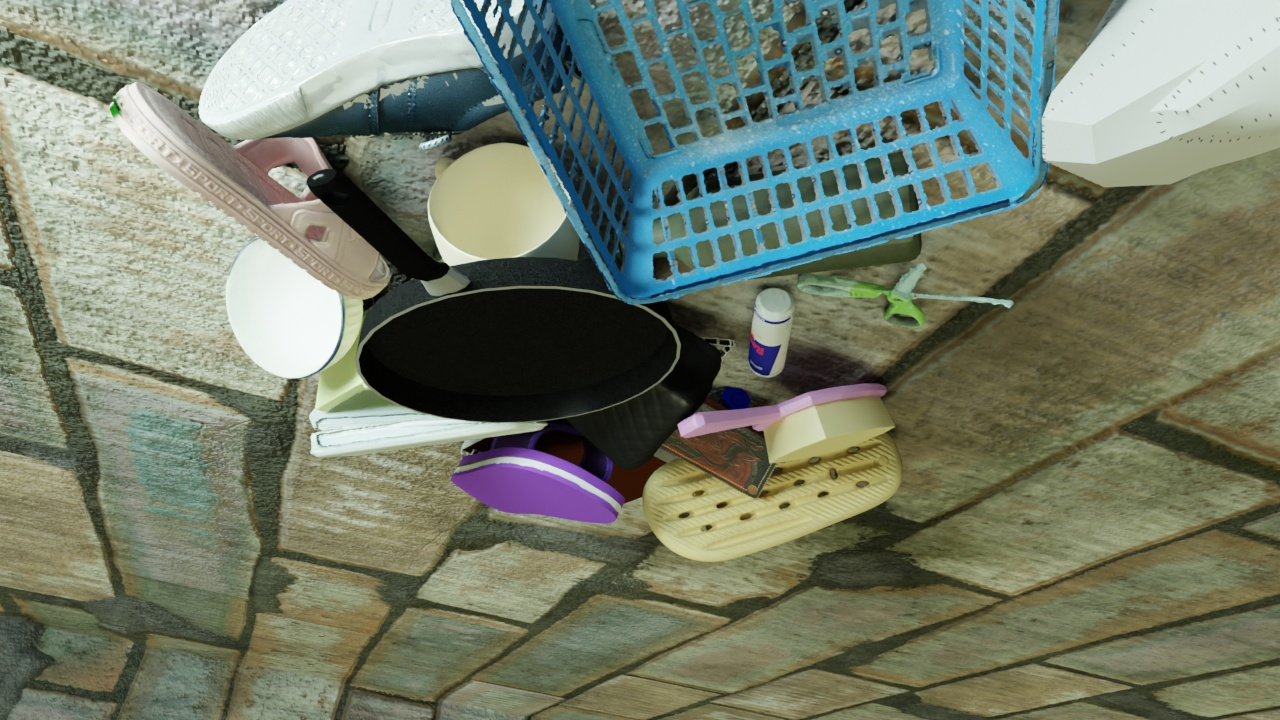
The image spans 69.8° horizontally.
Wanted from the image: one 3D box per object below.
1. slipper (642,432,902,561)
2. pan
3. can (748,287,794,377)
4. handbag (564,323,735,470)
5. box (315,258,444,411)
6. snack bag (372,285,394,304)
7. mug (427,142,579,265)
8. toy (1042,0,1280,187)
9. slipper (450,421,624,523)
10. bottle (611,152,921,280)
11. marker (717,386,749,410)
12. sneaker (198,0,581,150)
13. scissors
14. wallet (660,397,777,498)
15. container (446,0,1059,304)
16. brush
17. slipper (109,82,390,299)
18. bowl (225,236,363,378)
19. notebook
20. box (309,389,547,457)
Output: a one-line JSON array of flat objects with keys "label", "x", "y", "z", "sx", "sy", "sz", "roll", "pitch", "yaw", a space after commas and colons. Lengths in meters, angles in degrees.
[{"label": "slipper", "x": 0.135, "y": 0.134, "z": 0.940, "sx": 0.261, "sy": 0.111, "sz": 0.079, "roll": -15, "pitch": 167, "yaw": 6}, {"label": "pan", "x": -0.103, "y": -0.032, "z": 0.596, "sx": 0.225, "sy": 0.034, "sz": 0.356, "roll": -12, "pitch": 155, "yaw": 13}, {"label": "can", "x": 0.109, "y": -0.023, "z": 0.771, "sx": 0.032, "sy": 0.032, "sz": 0.095, "roll": 4, "pitch": 148, "yaw": 5}, {"label": "handbag", "x": -0.005, "y": 0.005, "z": 0.814, "sx": 0.125, "sy": 0.114, "sz": 0.154, "roll": 35, "pitch": 148, "yaw": -1}, {"label": "box", "x": -0.196, "y": -0.014, "z": 0.783, "sx": 0.083, "sy": 0.091, "sz": 0.188, "roll": 14, "pitch": 155, "yaw": -41}, {"label": "snack bag", "x": -0.163, "y": -0.030, "z": 0.826, "sx": 0.155, "sy": 0.018, "sz": 0.075, "roll": 10, "pitch": 149, "yaw": -6}, {"label": "mug", "x": -0.101, "y": -0.092, "z": 0.653, "sx": 0.120, "sy": 0.096, "sz": 0.100, "roll": 40, "pitch": 162, "yaw": 18}, {"label": "toy", "x": 0.269, "y": -0.179, "z": 0.382, "sx": 0.267, "sy": 0.140, "sz": 0.247, "roll": 24, "pitch": 121, "yaw": -26}, {"label": "slipper", "x": -0.103, "y": 0.103, "z": 0.950, "sx": 0.107, "sy": 0.083, "sz": 0.267, "roll": 38, "pitch": 154, "yaw": -24}, {"label": "bottle", "x": 0.082, "y": -0.092, "z": 0.627, "sx": 0.207, "sy": 0.071, "sz": 0.071, "roll": -5, "pitch": 147, "yaw": 19}, {"label": "marker", "x": 0.080, "y": 0.069, "z": 0.936, "sx": 0.027, "sy": 0.023, "sz": 0.133, "roll": 29, "pitch": 148, "yaw": 5}, {"label": "sneaker", "x": -0.143, "y": -0.167, "z": 0.542, "sx": 0.236, "sy": 0.089, "sz": 0.087, "roll": -8, "pitch": 151, "yaw": 15}, {"label": "scissors", "x": 0.184, "y": -0.048, "z": 0.676, "sx": 0.160, "sy": 0.024, "sz": 0.171, "roll": 21, "pitch": 172, "yaw": 12}, {"label": "wallet", "x": 0.074, "y": 0.077, "z": 0.889, "sx": 0.123, "sy": 0.019, "sz": 0.072, "roll": 29, "pitch": 125, "yaw": 10}, {"label": "container", "x": 0.051, "y": -0.189, "z": 0.426, "sx": 0.257, "sy": 0.089, "sz": 0.362, "roll": -14, "pitch": 144, "yaw": 12}, {"label": "brush", "x": 0.128, "y": 0.059, "z": 0.799, "sx": 0.228, "sy": 0.043, "sz": 0.089, "roll": -4, "pitch": 160, "yaw": -39}, {"label": "slipper", "x": -0.238, "y": -0.117, "z": 0.626, "sx": 0.064, "sy": 0.094, "sz": 0.239, "roll": -42, "pitch": 151, "yaw": 4}, {"label": "bowl", "x": -0.274, "y": -0.048, "z": 0.757, "sx": 0.118, "sy": 0.118, "sz": 0.062, "roll": -8, "pitch": -172, "yaw": 23}, {"label": "notebook", "x": -0.072, "y": 0.112, "z": 1.039, "sx": 0.209, "sy": 0.022, "sz": 0.172, "roll": 30, "pitch": 140, "yaw": -33}, {"label": "box", "x": -0.192, "y": 0.065, "z": 0.841, "sx": 0.215, "sy": 0.122, "sz": 0.083, "roll": -2, "pitch": 119, "yaw": 9}]
